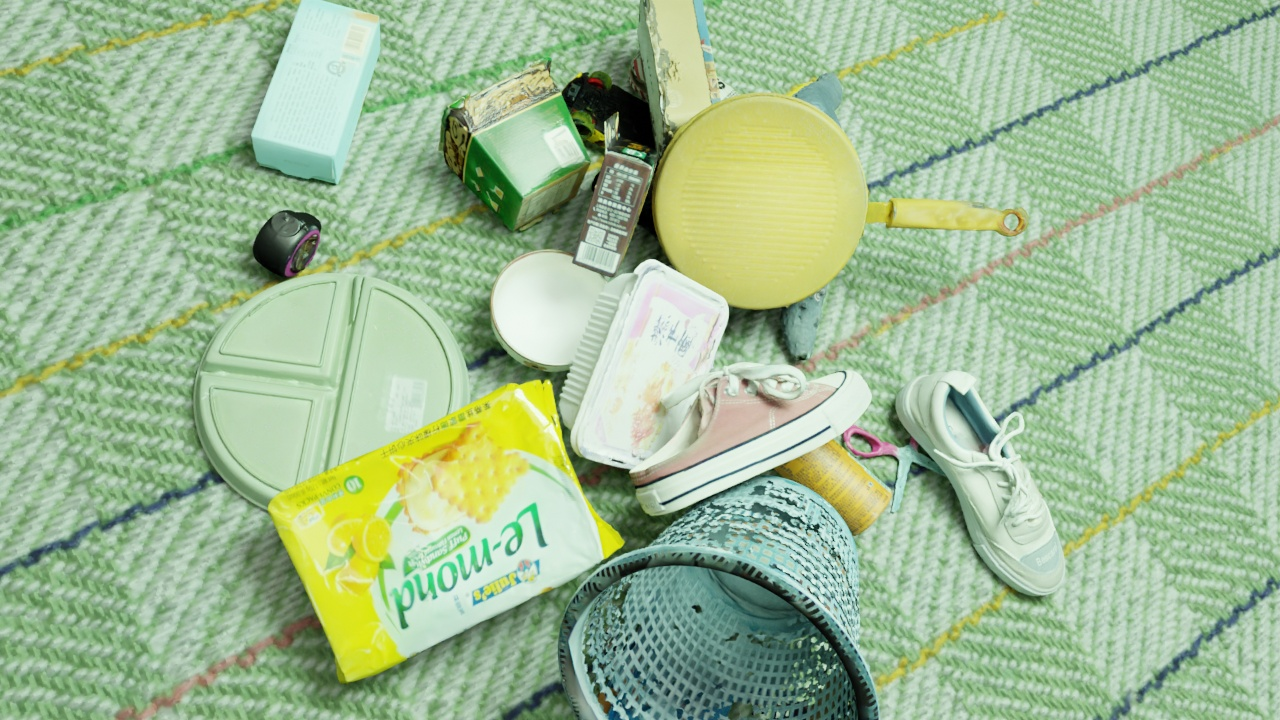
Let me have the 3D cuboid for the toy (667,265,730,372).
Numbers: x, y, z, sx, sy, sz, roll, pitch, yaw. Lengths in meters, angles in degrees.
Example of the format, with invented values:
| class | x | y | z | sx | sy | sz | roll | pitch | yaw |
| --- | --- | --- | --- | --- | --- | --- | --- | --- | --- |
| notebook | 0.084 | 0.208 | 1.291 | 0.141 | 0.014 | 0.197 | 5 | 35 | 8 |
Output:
| class | x | y | z | sx | sy | sz | roll | pitch | yaw |
| --- | --- | --- | --- | --- | --- | --- | --- | --- | --- |
| toy | 0.051 | -0.031 | 0.885 | 0.084 | 0.039 | 0.107 | 20 | 65 | -10 |

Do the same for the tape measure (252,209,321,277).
| class | x | y | z | sx | sy | sz | roll | pitch | yaw |
| --- | --- | --- | --- | --- | --- | --- | --- | --- | --- |
| tape measure | -0.309 | -0.102 | 0.809 | 0.039 | 0.057 | 0.058 | 33 | 98 | 0 |

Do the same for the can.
| class | x | y | z | sx | sy | sz | roll | pitch | yaw |
| --- | --- | --- | --- | --- | --- | --- | --- | --- | --- |
| can | 0.162 | 0.096 | 0.855 | 0.146 | 0.058 | 0.058 | 42 | 65 | 4 |

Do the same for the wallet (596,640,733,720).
| class | x | y | z | sx | sy | sz | roll | pitch | yaw |
| --- | --- | --- | --- | --- | --- | --- | --- | --- | --- |
| wallet | 0.009 | 0.304 | 0.745 | 0.106 | 0.040 | 0.132 | 32 | 57 | -4 |

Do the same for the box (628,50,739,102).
| class | x | y | z | sx | sy | sz | roll | pitch | yaw |
| --- | --- | --- | --- | --- | --- | --- | --- | --- | --- |
| box | 0.062 | -0.279 | 0.973 | 0.164 | 0.060 | 0.072 | 35 | 86 | 0 |

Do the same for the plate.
| class | x | y | z | sx | sy | sz | roll | pitch | yaw |
| --- | --- | --- | --- | --- | --- | --- | --- | --- | --- |
| plate | -0.262 | 0.024 | 0.790 | 0.230 | 0.028 | 0.229 | 5 | 69 | -13 |

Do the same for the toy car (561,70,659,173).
| class | x | y | z | sx | sy | sz | roll | pitch | yaw |
| --- | --- | --- | --- | --- | --- | --- | --- | --- | --- |
| toy car | -0.013 | -0.240 | 0.947 | 0.156 | 0.041 | 0.071 | 24 | 66 | -9 |

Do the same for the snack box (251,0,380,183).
| class | x | y | z | sx | sy | sz | roll | pitch | yaw |
| --- | --- | --- | --- | --- | --- | --- | --- | --- | --- |
| snack box | -0.305 | -0.258 | 0.873 | 0.074 | 0.052 | 0.174 | 12 | 66 | -8 |

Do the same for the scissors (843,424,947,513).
| class | x | y | z | sx | sy | sz | roll | pitch | yaw |
| --- | --- | --- | --- | --- | --- | --- | --- | --- | --- |
| scissors | 0.262 | 0.087 | 0.909 | 0.133 | 0.017 | 0.133 | 24 | 69 | -9 |

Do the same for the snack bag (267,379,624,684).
| class | x | y | z | sx | sy | sz | roll | pitch | yaw |
| --- | --- | --- | --- | --- | --- | --- | --- | --- | --- |
| snack bag | -0.154 | 0.129 | 0.719 | 0.246 | 0.068 | 0.158 | -25 | 89 | -4 |

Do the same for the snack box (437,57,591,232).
| class | x | y | z | sx | sy | sz | roll | pitch | yaw |
| --- | --- | --- | --- | --- | --- | --- | --- | --- | --- |
| snack box | -0.111 | -0.196 | 0.867 | 0.118 | 0.118 | 0.105 | -34 | 86 | -21 |

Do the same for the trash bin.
| class | x | y | z | sx | sy | sz | roll | pitch | yaw |
| --- | --- | --- | --- | --- | --- | --- | --- | --- | --- |
| trash bin | 0.078 | 0.195 | 0.704 | 0.226 | 0.227 | 0.194 | 41 | 29 | 3 |

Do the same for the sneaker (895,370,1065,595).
| class | x | y | z | sx | sy | sz | roll | pitch | yaw |
| --- | --- | --- | --- | --- | --- | --- | --- | --- | --- |
| sneaker | 0.344 | 0.112 | 0.871 | 0.089 | 0.091 | 0.242 | -32 | 89 | -23 |

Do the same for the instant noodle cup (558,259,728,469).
| class | x | y | z | sx | sy | sz | roll | pitch | yaw |
| --- | --- | --- | --- | --- | --- | --- | --- | --- | --- |
| instant noodle cup | -0.005 | 0.005 | 0.803 | 0.138 | 0.060 | 0.173 | 22 | 88 | -49 |

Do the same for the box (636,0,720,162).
| class | x | y | z | sx | sy | sz | roll | pitch | yaw |
| --- | --- | --- | --- | --- | --- | --- | --- | --- | --- |
| box | 0.036 | -0.291 | 0.907 | 0.062 | 0.090 | 0.184 | -5 | 75 | -5 |

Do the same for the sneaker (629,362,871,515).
| class | x | y | z | sx | sy | sz | roll | pitch | yaw |
| --- | --- | --- | --- | --- | --- | --- | --- | --- | --- |
| sneaker | 0.090 | 0.044 | 0.760 | 0.240 | 0.118 | 0.088 | -22 | 91 | -27 |

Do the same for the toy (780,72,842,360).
| class | x | y | z | sx | sy | sz | roll | pitch | yaw |
| --- | --- | --- | --- | --- | --- | --- | --- | --- | --- |
| toy | 0.166 | -0.178 | 0.941 | 0.138 | 0.092 | 0.355 | 34 | 57 | -50 |

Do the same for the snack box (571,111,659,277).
| class | x | y | z | sx | sy | sz | roll | pitch | yaw |
| --- | --- | --- | --- | --- | --- | --- | --- | --- | --- |
| snack box | -0.022 | -0.152 | 0.829 | 0.053 | 0.113 | 0.126 | 20 | 110 | -3 |

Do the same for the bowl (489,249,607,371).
| class | x | y | z | sx | sy | sz | roll | pitch | yaw |
| --- | --- | --- | --- | --- | --- | --- | --- | --- | --- |
| bowl | -0.083 | -0.039 | 0.841 | 0.113 | 0.062 | 0.113 | 4 | 70 | -12 |

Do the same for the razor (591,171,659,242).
| class | x | y | z | sx | sy | sz | roll | pitch | yaw |
| --- | --- | --- | --- | --- | --- | --- | --- | --- | --- |
| razor | 0.028 | -0.141 | 0.920 | 0.167 | 0.062 | 0.067 | 41 | 34 | -2 |

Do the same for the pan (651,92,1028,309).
| class | x | y | z | sx | sy | sz | roll | pitch | yaw |
| --- | --- | --- | --- | --- | --- | --- | --- | --- | --- |
| pan | 0.189 | -0.140 | 0.852 | 0.357 | 0.078 | 0.198 | 5 | 105 | 3 |
